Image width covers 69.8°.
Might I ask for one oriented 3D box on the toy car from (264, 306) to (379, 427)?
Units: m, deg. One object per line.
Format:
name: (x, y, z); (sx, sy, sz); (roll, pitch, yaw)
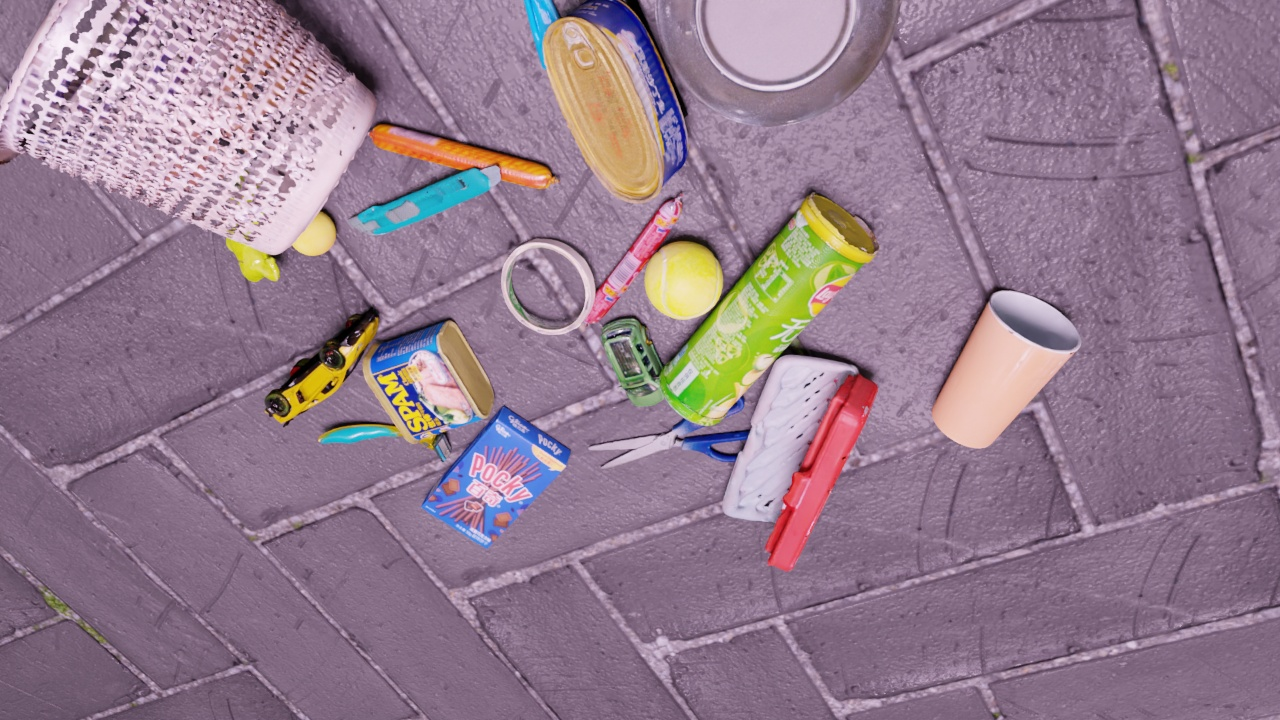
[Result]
toy car: (-0.296, 0.008, 0.864); (0.156, 0.071, 0.041); (-36, 109, 26)

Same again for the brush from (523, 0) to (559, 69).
brush: (-0.099, -0.330, 0.641); (0.083, 0.045, 0.255); (-12, 123, 12)

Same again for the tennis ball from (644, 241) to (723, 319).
tennis ball: (0.036, -0.067, 0.766); (0.065, 0.065, 0.066); (4, 123, 6)

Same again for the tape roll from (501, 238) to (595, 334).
tape roll: (-0.082, -0.064, 0.807); (0.086, 0.013, 0.086); (8, 116, 16)

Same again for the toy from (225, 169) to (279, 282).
toy: (-0.338, -0.119, 0.806); (0.100, 0.031, 0.096); (-34, 87, 43)

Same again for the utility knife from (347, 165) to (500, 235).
utility knife: (-0.183, -0.134, 0.777); (0.165, 0.013, 0.029); (-16, 133, 28)

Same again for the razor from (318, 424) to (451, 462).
razor: (-0.260, 0.079, 0.929); (0.132, 0.028, 0.043); (3, 154, 4)

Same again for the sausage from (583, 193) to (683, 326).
sausage: (-0.007, -0.083, 0.790); (0.020, 0.020, 0.156); (33, 122, -12)

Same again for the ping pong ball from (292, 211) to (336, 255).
ping pong ball: (-0.288, -0.112, 0.804); (0.040, 0.040, 0.040); (4, 123, 6)

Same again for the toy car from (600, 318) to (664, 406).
toy car: (-0.005, 0.005, 0.838); (0.043, 0.036, 0.091); (-17, 122, 17)

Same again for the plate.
plate: (0.097, -0.254, 0.662); (0.179, 0.024, 0.180); (4, 123, 6)

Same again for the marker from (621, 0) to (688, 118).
marker: (0.001, -0.239, 0.688); (0.020, 0.022, 0.132); (5, 131, 48)

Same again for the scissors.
scissors: (0.038, 0.083, 0.894); (0.141, 0.012, 0.171); (34, 122, -12)

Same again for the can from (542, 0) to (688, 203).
can: (-0.016, -0.194, 0.688); (0.075, 0.049, 0.148); (0, 128, 39)

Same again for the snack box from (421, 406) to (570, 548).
snack box: (-0.150, 0.123, 0.940); (0.084, 0.026, 0.157); (36, 121, -13)

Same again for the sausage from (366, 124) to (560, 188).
sausage: (-0.147, -0.168, 0.757); (0.165, 0.021, 0.021); (15, 123, 0)

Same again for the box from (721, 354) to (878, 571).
box: (0.136, 0.088, 0.845); (0.099, 0.095, 0.202); (25, 126, 13)

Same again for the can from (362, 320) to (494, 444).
can: (-0.197, 0.020, 0.865); (0.083, 0.057, 0.102); (-18, 118, 17)

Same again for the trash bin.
trash bin: (-0.314, -0.188, 0.674); (0.192, 0.227, 0.228); (33, 122, -27)

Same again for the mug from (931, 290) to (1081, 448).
mug: (0.299, 0.012, 0.772); (0.078, 0.078, 0.123); (19, 128, -3)

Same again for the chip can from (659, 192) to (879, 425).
chip can: (0.100, -0.035, 0.772); (0.072, 0.072, 0.222); (33, 121, -12)
